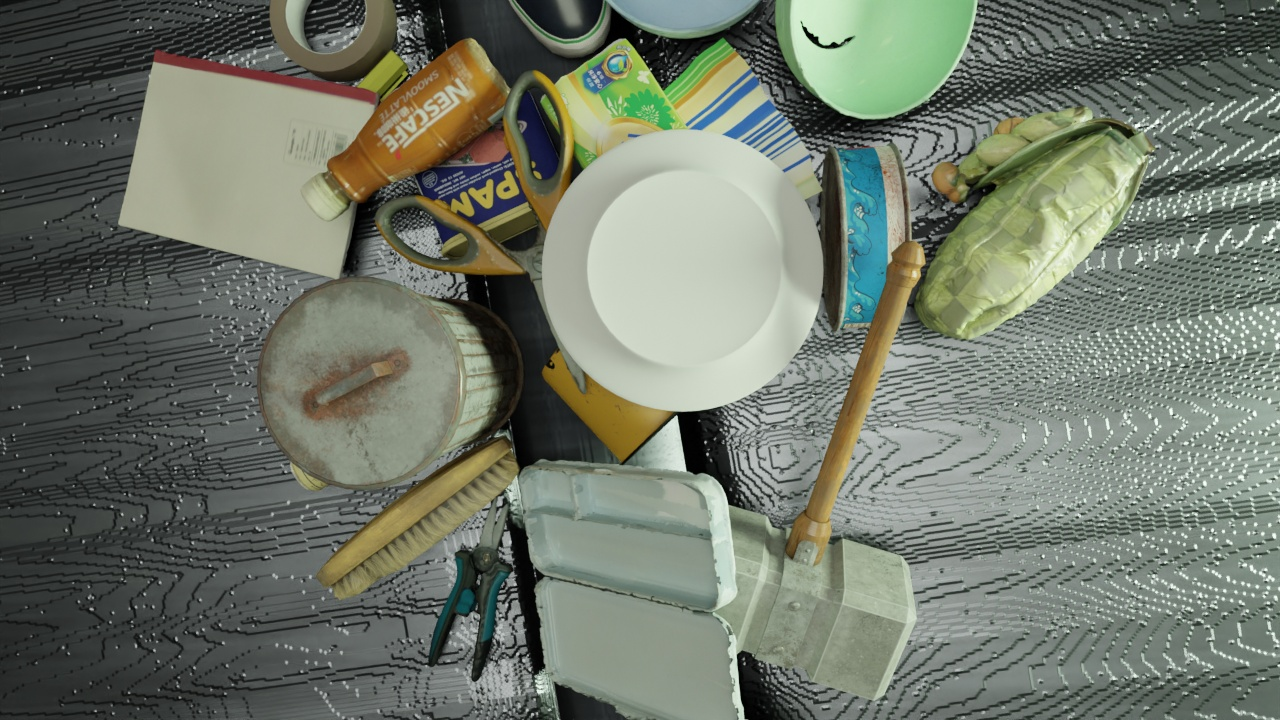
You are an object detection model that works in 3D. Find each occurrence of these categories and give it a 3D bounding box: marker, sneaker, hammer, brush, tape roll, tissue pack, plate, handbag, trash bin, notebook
[{"bbox_3d":[-0.236,-0.199,0.743,0.124,0.017,0.021,-44,119,7],"label":"marker"},{"bbox_3d":[-0.085,-0.348,0.693,0.084,0.079,0.235,-18,90,5],"label":"sneaker"},{"bbox_3d":[0.134,0.069,0.630,0.163,0.082,0.318,16,113,5],"label":"hammer"},{"bbox_3d":[-0.176,0.126,0.726,0.195,0.059,0.043,-36,97,7],"label":"brush"},{"bbox_3d":[-0.246,-0.274,0.735,0.094,0.030,0.093,0,92,6],"label":"tape roll"},{"bbox_3d":[0.042,-0.145,0.673,0.141,0.120,0.197,-34,94,7],"label":"tissue pack"},{"bbox_3d":[0.029,-0.060,0.609,0.188,0.016,0.188,0,91,-1],"label":"plate"},{"bbox_3d":[0.260,-0.103,0.651,0.186,0.113,0.117,-43,80,6],"label":"handbag"},{"bbox_3d":[-0.164,0.012,0.644,0.131,0.211,0.131,0,91,5],"label":"trash bin"},{"bbox_3d":[-0.319,-0.161,0.744,0.209,0.012,0.153,14,93,12],"label":"notebook"}]

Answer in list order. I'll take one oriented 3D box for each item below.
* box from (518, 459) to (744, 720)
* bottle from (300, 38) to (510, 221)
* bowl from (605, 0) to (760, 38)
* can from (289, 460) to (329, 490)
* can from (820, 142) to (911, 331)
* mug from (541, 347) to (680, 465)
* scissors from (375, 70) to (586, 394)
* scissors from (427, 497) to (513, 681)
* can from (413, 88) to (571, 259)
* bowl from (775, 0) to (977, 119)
[{"bbox_3d":[-0.011,0.167,0.667,0.209,0.037,0.189,-4,98,47],"label":"box"},{"bbox_3d":[-0.170,-0.160,0.661,0.167,0.059,0.059,-35,88,6],"label":"bottle"},{"bbox_3d":[0.035,-0.307,0.684,0.150,0.074,0.150,0,91,6],"label":"bowl"},{"bbox_3d":[-0.239,0.072,0.740,0.079,0.038,0.038,-29,89,6],"label":"can"},{"bbox_3d":[0.157,-0.086,0.650,0.044,0.130,0.130,-2,91,5],"label":"can"},{"bbox_3d":[-0.004,0.004,0.677,0.094,0.100,0.124,47,132,5],"label":"mug"},{"bbox_3d":[-0.073,-0.092,0.634,0.225,0.016,0.217,26,100,9],"label":"scissors"},{"bbox_3d":[-0.138,0.189,0.743,0.144,0.019,0.126,-33,88,4],"label":"scissors"},{"bbox_3d":[-0.117,-0.145,0.714,0.116,0.056,0.092,-24,88,6],"label":"can"},{"bbox_3d":[0.158,-0.254,0.661,0.150,0.077,0.151,-8,113,-18],"label":"bowl"}]
